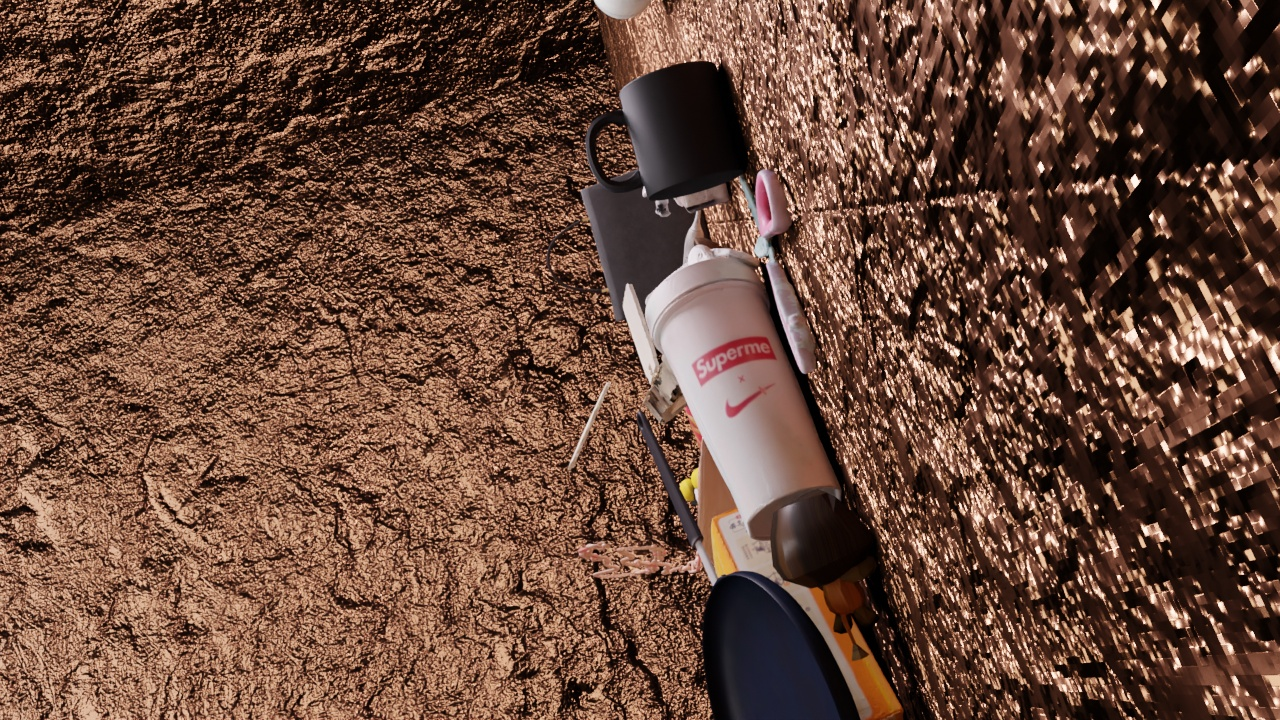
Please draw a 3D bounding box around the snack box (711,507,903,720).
[{"bbox_3d":[0.118,0.225,0.700,0.195,0.080,0.145,-115,6,-45],"label":"snack box"}]

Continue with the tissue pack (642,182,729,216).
[{"bbox_3d":[0.031,-0.192,0.832,0.181,0.071,0.104,-110,5,-65],"label":"tissue pack"}]

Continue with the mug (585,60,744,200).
[{"bbox_3d":[0.013,-0.157,0.653,0.071,0.105,0.077,-26,-80,-83],"label":"mug"}]

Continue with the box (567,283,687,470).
[{"bbox_3d":[-0.005,0.005,0.811,0.101,0.193,0.144,49,161,11],"label":"box"}]

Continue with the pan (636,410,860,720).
[{"bbox_3d":[0.064,0.175,0.635,0.199,0.021,0.356,105,147,-49],"label":"pan"}]

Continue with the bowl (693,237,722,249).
[{"bbox_3d":[0.082,-0.068,0.905,0.118,0.030,0.118,-10,-95,-89],"label":"bowl"}]

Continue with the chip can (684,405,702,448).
[{"bbox_3d":[0.097,0.086,0.986,0.233,0.073,0.073,67,-173,-54],"label":"chip can"}]

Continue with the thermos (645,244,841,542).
[{"bbox_3d":[0.074,0.016,0.664,0.099,0.099,0.220,73,177,-56],"label":"thermos"}]

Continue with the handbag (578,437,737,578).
[{"bbox_3d":[0.030,0.128,0.851,0.199,0.187,0.116,61,-156,-68],"label":"handbag"}]

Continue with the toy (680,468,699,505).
[{"bbox_3d":[0.125,0.178,1.191,0.119,0.099,0.098,52,157,9],"label":"toy"}]

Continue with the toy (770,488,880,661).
[{"bbox_3d":[0.116,0.128,0.553,0.076,0.062,0.100,-38,70,51],"label":"toy"}]

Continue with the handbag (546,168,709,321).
[{"bbox_3d":[-0.017,-0.136,1.117,0.072,0.196,0.176,-89,-16,-83],"label":"handbag"}]

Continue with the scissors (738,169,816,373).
[{"bbox_3d":[0.086,-0.058,0.587,0.172,0.014,0.158,-60,-45,-89],"label":"scissors"}]

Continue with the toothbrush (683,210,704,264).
[{"bbox_3d":[0.056,-0.109,0.957,0.024,0.022,0.186,-51,-29,-58],"label":"toothbrush"}]

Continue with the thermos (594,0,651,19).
[{"bbox_3d":[-0.012,-0.341,0.795,0.230,0.068,0.068,-97,-8,-74],"label":"thermos"}]
